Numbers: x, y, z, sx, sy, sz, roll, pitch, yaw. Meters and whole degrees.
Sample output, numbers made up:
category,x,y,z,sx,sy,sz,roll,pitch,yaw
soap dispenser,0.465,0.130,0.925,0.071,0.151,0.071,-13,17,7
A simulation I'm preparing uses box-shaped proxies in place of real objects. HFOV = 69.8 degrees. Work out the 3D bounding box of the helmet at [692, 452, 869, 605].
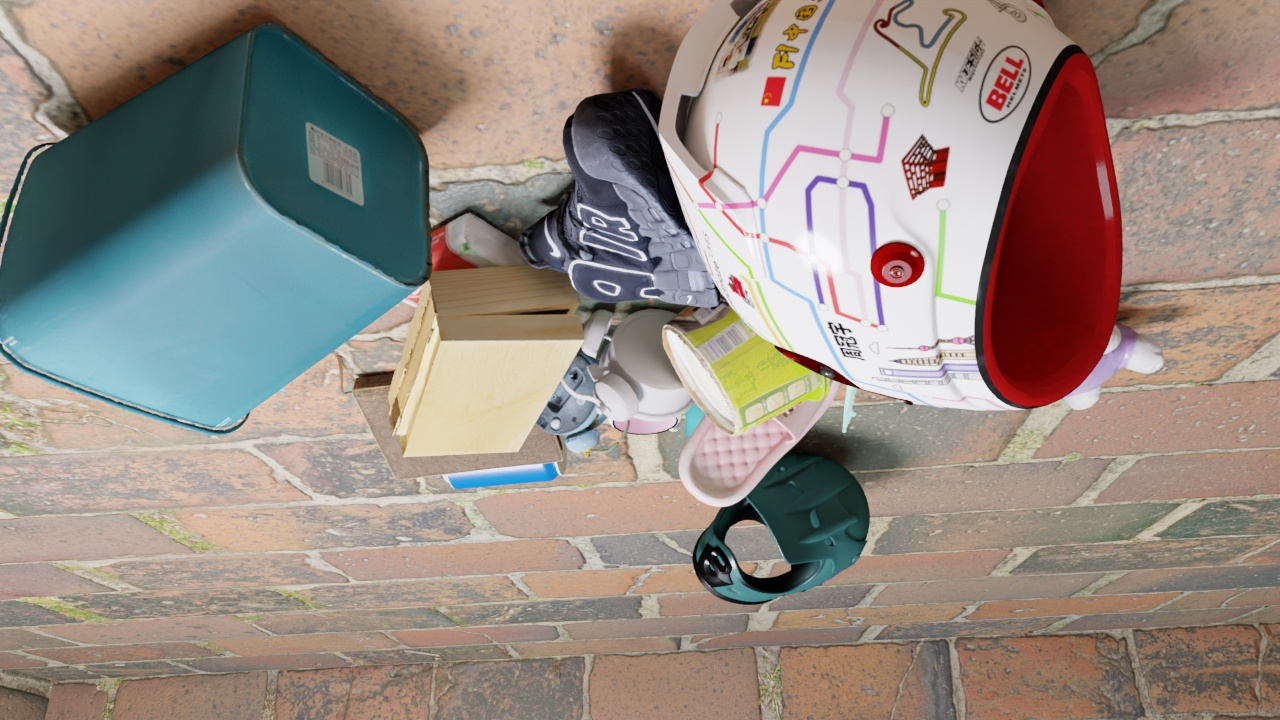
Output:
category,x,y,z,sx,sy,sz,roll,pitch,yaw
helmet,0.199,0.220,1.236,0.274,0.176,0.201,-8,148,-48

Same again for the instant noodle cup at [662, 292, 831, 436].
category,x,y,z,sx,sy,sz,roll,pitch,yaw
instant noodle cup,0.089,-0.005,0.817,0.097,0.146,0.146,-34,154,-10

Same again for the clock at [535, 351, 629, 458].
category,x,y,z,sx,sy,sz,roll,pitch,yaw
clock,-0.063,0.042,0.948,0.089,0.124,0.051,-52,157,12

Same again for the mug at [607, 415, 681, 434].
category,x,y,z,sx,sy,sz,roll,pitch,yaw
mug,0.012,0.039,1.007,0.090,0.076,0.124,-17,150,26

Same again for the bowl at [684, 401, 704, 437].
category,x,y,z,sx,sy,sz,roll,pitch,yaw
bowl,0.086,0.029,0.999,0.121,0.120,0.046,-27,105,39

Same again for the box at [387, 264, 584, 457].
category,x,y,z,sx,sy,sz,roll,pitch,yaw
box,-0.149,0.012,0.843,0.128,0.091,0.250,-10,157,-27

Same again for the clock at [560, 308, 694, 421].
category,x,y,z,sx,sy,sz,roll,pitch,yaw
clock,-0.005,0.005,0.902,0.159,0.119,0.061,-5,149,-18

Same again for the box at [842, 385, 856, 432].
category,x,y,z,sx,sy,sz,roll,pitch,yaw
box,0.244,0.006,0.928,0.078,0.112,0.187,12,163,15

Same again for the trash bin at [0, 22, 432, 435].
category,x,y,z,sx,sy,sz,roll,pitch,yaw
trash bin,-0.276,-0.089,0.627,0.219,0.196,0.199,-24,148,25

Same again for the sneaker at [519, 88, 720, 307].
category,x,y,z,sx,sy,sz,roll,pitch,yaw
sneaker,-0.034,-0.111,0.695,0.151,0.097,0.252,-9,158,17

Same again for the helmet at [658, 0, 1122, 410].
category,x,y,z,sx,sy,sz,roll,pitch,yaw
helmet,0.150,-0.102,0.572,0.236,0.230,0.314,18,165,40

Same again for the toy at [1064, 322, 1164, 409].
category,x,y,z,sx,sy,sz,roll,pitch,yaw
toy,0.418,-0.011,0.934,0.209,0.085,0.138,9,149,-24

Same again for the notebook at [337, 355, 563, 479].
category,x,y,z,sx,sy,sz,roll,pitch,yaw
notebook,-0.210,0.054,1.033,0.215,0.034,0.190,-7,130,8

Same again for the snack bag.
category,x,y,z,sx,sy,sz,roll,pitch,yaw
snack bag,-0.164,-0.081,0.802,0.116,0.036,0.077,-20,148,31

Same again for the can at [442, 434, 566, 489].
category,x,y,z,sx,sy,sz,roll,pitch,yaw
can,-0.170,0.115,1.141,0.146,0.078,0.079,-6,153,7

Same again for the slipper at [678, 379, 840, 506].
category,x,y,z,sx,sy,sz,roll,pitch,yaw
slipper,0.122,0.050,0.915,0.107,0.221,0.055,35,-178,0
